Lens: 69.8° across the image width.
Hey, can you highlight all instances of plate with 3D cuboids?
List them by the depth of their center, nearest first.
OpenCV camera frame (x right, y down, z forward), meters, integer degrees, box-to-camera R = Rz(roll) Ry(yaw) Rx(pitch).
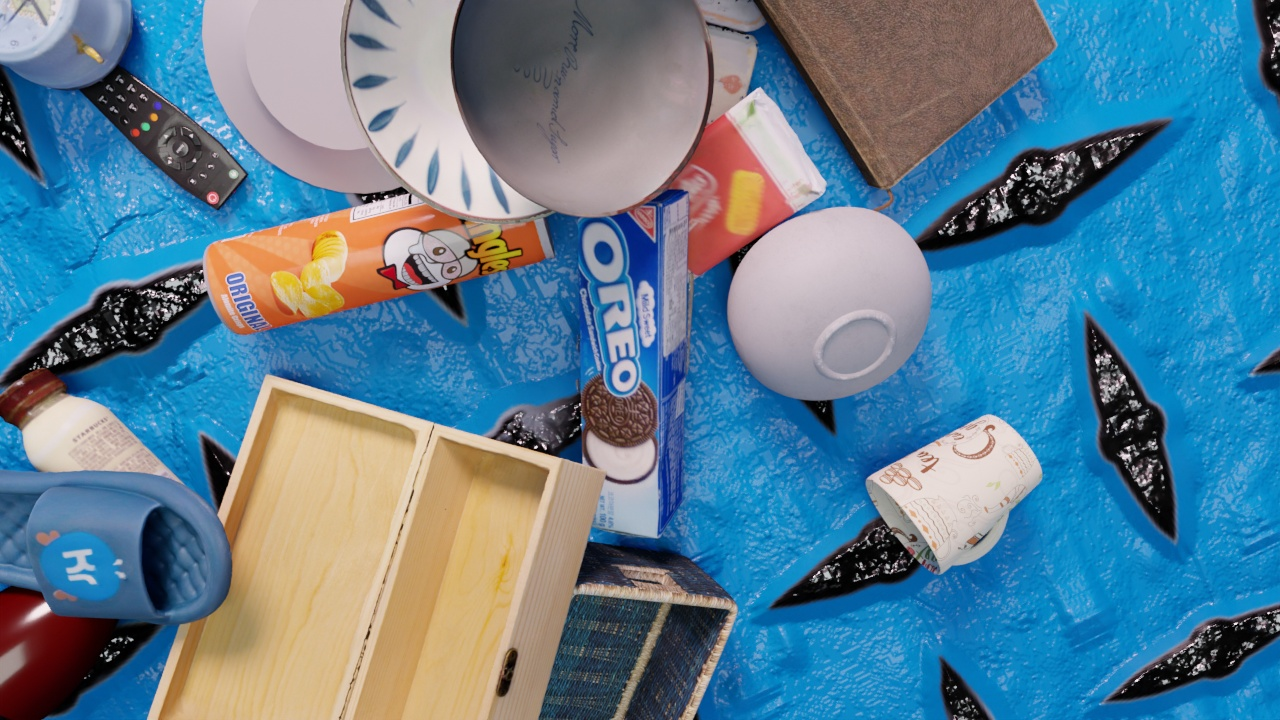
[{"bbox_3d":[-0.187,-0.187,0.569,0.173,0.019,0.173,0,116,0],"label":"plate"}]

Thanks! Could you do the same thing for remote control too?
[{"bbox_3d":[-0.314,-0.152,0.595,0.124,0.010,0.039,42,96,-10],"label":"remote control"}]

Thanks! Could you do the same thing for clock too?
[{"bbox_3d":[-0.375,-0.215,0.553,0.124,0.051,0.089,10,93,5],"label":"clock"}]

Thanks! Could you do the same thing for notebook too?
[{"bbox_3d":[0.139,-0.215,0.571,0.190,0.034,0.215,-40,118,5],"label":"notebook"}]

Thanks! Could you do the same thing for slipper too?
[{"bbox_3d":[-0.351,0.120,0.568,0.214,0.059,0.104,5,113,11],"label":"slipper"}]

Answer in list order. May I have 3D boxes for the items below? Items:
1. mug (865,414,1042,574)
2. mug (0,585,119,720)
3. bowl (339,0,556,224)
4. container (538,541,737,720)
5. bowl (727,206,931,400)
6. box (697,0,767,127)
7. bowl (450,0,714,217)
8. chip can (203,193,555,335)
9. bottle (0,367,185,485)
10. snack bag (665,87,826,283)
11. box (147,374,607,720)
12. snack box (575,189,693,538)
[{"bbox_3d":[0.232,0.104,0.656,0.097,0.081,0.122,-34,122,-4],"label":"mug"},{"bbox_3d":[-0.410,0.171,0.625,0.088,0.087,0.114,-43,84,-13],"label":"mug"},{"bbox_3d":[-0.093,-0.173,0.540,0.177,0.071,0.177,-9,109,-27],"label":"bowl"},{"bbox_3d":[-0.036,0.222,0.631,0.145,0.071,0.187,16,101,-33],"label":"container"},{"bbox_3d":[0.127,-0.027,0.591,0.131,0.064,0.132,-8,130,-10],"label":"bowl"},{"bbox_3d":[-0.025,-0.232,0.586,0.216,0.042,0.149,12,117,-6],"label":"box"},{"bbox_3d":[-0.038,-0.155,0.500,0.150,0.057,0.151,-9,109,-27],"label":"bowl"},{"bbox_3d":[-0.165,-0.071,0.593,0.210,0.062,0.062,-14,102,-1],"label":"chip can"},{"bbox_3d":[-0.355,0.077,0.615,0.056,0.056,0.162,-41,100,5],"label":"bottle"},{"bbox_3d":[0.052,-0.109,0.592,0.116,0.036,0.077,-32,103,29],"label":"snack bag"},{"bbox_3d":[-0.167,0.157,0.582,0.261,0.096,0.247,14,82,17],"label":"box"},{"bbox_3d":[-0.004,0.004,0.599,0.059,0.059,0.227,8,111,18],"label":"snack box"}]
